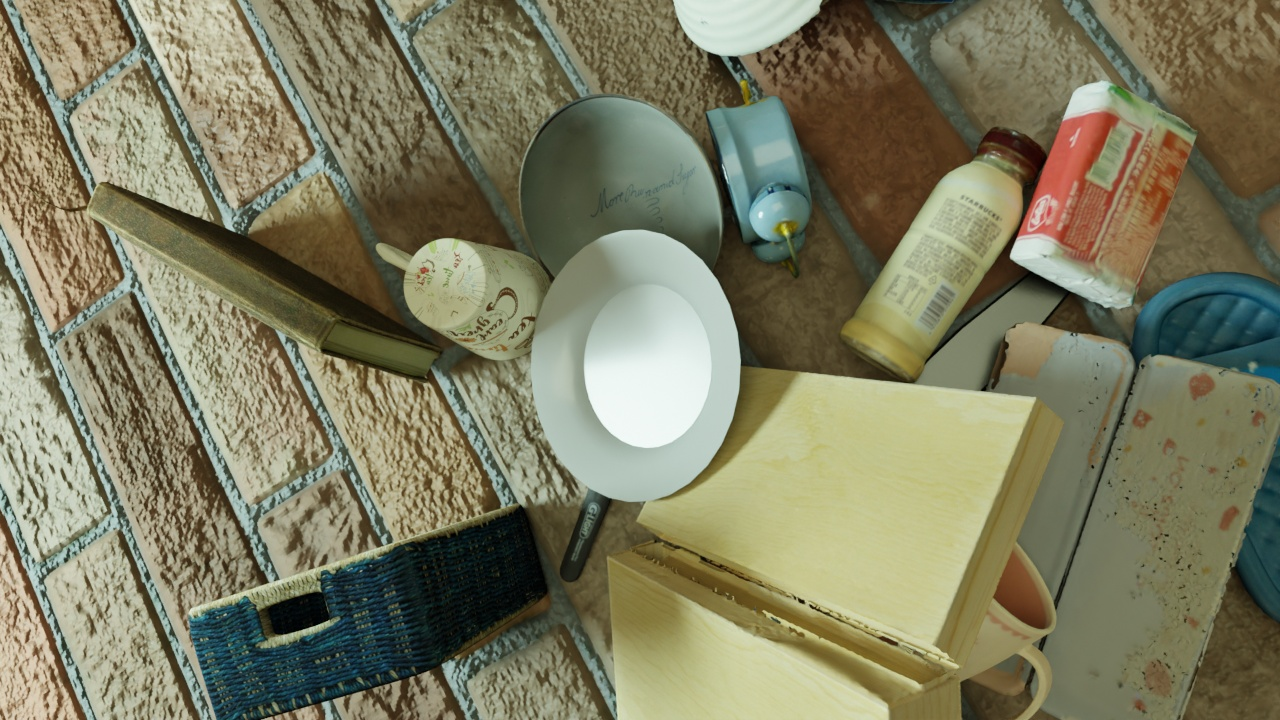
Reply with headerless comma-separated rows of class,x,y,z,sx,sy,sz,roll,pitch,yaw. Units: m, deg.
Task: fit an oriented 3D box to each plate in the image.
plate,-0.003,0.003,0.593,0.173,0.019,0.173,0,90,39

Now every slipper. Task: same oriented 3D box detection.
slipper,0.360,0.048,0.516,0.104,0.059,0.213,-21,81,10

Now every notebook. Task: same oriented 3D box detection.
notebook,-0.264,-0.055,0.624,0.215,0.190,0.034,28,90,17

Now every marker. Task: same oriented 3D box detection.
marker,-0.030,0.096,0.637,0.018,0.015,0.123,21,92,15

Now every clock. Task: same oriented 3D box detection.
clock,0.080,-0.111,0.590,0.052,0.089,0.124,-16,79,6

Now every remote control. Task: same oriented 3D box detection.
remote control,0.221,-0.011,0.582,0.125,0.010,0.039,-46,76,6

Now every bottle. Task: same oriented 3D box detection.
bottle,0.190,-0.066,0.572,0.056,0.056,0.162,34,94,15

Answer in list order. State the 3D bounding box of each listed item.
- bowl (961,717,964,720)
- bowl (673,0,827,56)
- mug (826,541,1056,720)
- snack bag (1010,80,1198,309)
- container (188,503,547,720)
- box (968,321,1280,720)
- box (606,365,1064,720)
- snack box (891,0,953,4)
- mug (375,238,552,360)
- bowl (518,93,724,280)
bowl,0.146,0.263,0.527,0.132,0.131,0.064,-31,117,10
bowl,0.064,-0.290,0.576,0.178,0.070,0.177,-17,66,43
mug,0.167,0.151,0.505,0.105,0.085,0.111,-45,66,30
snack bag,0.276,-0.098,0.547,0.077,0.036,0.116,22,89,-15
container,-0.158,0.153,0.577,0.145,0.187,0.071,-19,84,12
box,0.255,0.096,0.527,0.149,0.042,0.216,19,94,27
box,0.079,0.129,0.500,0.248,0.096,0.261,7,79,58
snack box,0.175,-0.275,0.507,0.059,0.226,0.059,5,85,7
mug,-0.130,-0.055,0.634,0.122,0.097,0.081,30,93,15
bowl,-0.004,-0.105,0.614,0.151,0.056,0.151,12,119,22
